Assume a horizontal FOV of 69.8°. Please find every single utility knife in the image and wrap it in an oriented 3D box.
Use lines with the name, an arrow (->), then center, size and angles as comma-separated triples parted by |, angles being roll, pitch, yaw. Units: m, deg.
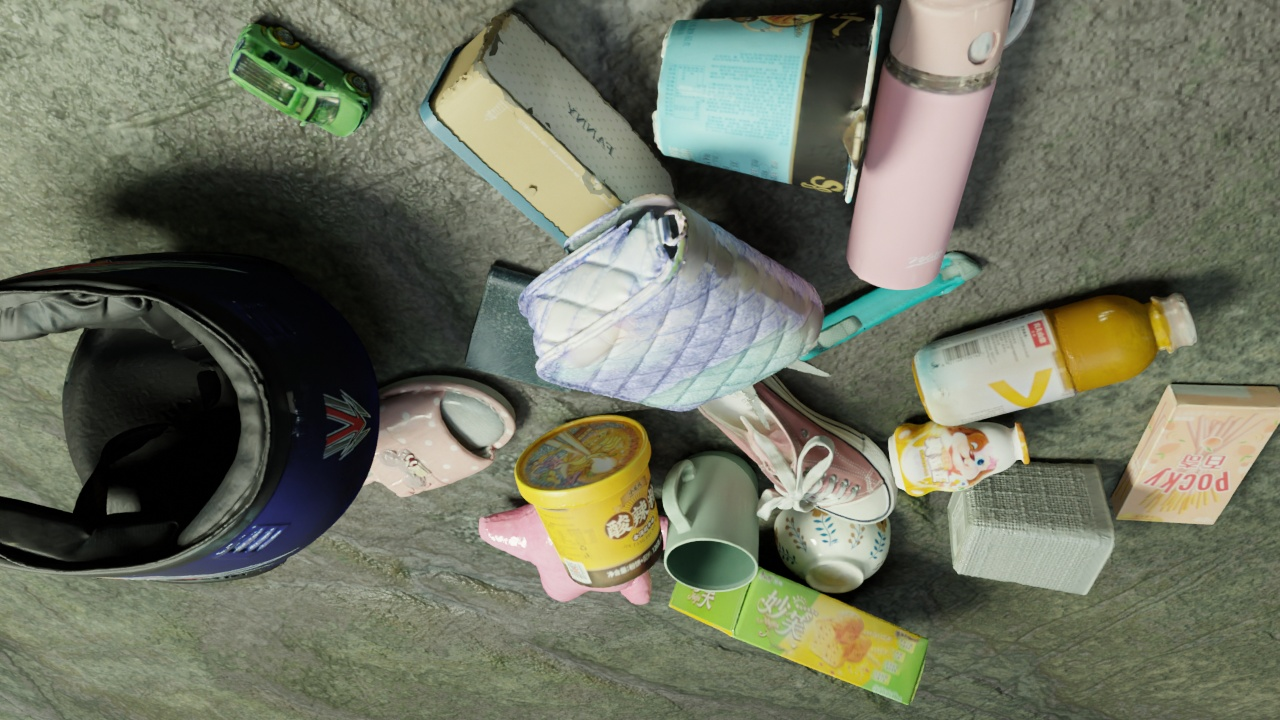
utility knife -> 0.152, -0.024, 0.693 | 0.217, 0.013, 0.029 | -29, 104, 18

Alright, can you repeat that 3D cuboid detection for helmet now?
helmet -> -0.358, 0.041, 0.698 | 0.315, 0.240, 0.247 | 2, 91, 0

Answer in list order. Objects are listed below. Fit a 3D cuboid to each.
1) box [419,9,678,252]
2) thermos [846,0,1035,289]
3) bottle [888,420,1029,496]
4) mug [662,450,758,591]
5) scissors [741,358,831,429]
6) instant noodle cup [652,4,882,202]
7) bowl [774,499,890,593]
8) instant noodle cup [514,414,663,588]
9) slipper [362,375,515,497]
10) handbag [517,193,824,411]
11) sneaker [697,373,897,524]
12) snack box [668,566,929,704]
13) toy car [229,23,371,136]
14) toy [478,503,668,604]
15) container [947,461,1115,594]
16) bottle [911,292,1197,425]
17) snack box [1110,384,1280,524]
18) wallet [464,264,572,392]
box -> -0.056, -0.138, 0.585 | 0.060, 0.089, 0.184 | -31, 121, 34
thermos -> 0.183, -0.142, 0.569 | 0.087, 0.067, 0.199 | -18, 137, -19
bottle -> 0.267, 0.078, 0.773 | 0.108, 0.063, 0.063 | -12, 132, 19
mug -> 0.058, 0.134, 0.829 | 0.082, 0.106, 0.111 | -25, 127, 30
scissors -> 0.059, -0.024, 0.697 | 0.181, 0.014, 0.160 | 10, 120, 14
instant noodle cup -> 0.073, -0.156, 0.542 | 0.120, 0.111, 0.111 | 9, 136, 10
bowl -> 0.188, 0.186, 0.896 | 0.113, 0.062, 0.114 | 4, 134, 4
instant noodle cup -> -0.038, 0.126, 0.806 | 0.119, 0.118, 0.114 | -8, 115, 16
slipper -> -0.239, 0.084, 0.858 | 0.275, 0.054, 0.114 | -17, 130, 24
handbag -> 0.022, -0.031, 0.590 | 0.134, 0.075, 0.193 | -29, 155, 26
sneaker -> 0.134, 0.088, 0.784 | 0.119, 0.087, 0.241 | -32, 122, 33
snack box -> 0.155, 0.262, 0.919 | 0.210, 0.070, 0.158 | 26, 167, -17
toy car -> -0.223, -0.181, 0.603 | 0.091, 0.036, 0.043 | 26, 131, -23
toy -> -0.068, 0.188, 0.923 | 0.194, 0.074, 0.179 | 21, 126, -9
container -> 0.339, 0.143, 0.813 | 0.114, 0.090, 0.090 | 5, 135, 8
bottle -> 0.303, -0.004, 0.681 | 0.190, 0.067, 0.068 | -18, 130, 24
snack box -> 0.466, 0.082, 0.775 | 0.084, 0.026, 0.157 | 1, 135, 7
wallet -> -0.089, -0.022, 0.757 | 0.097, 0.019, 0.121 | 16, 137, -9
